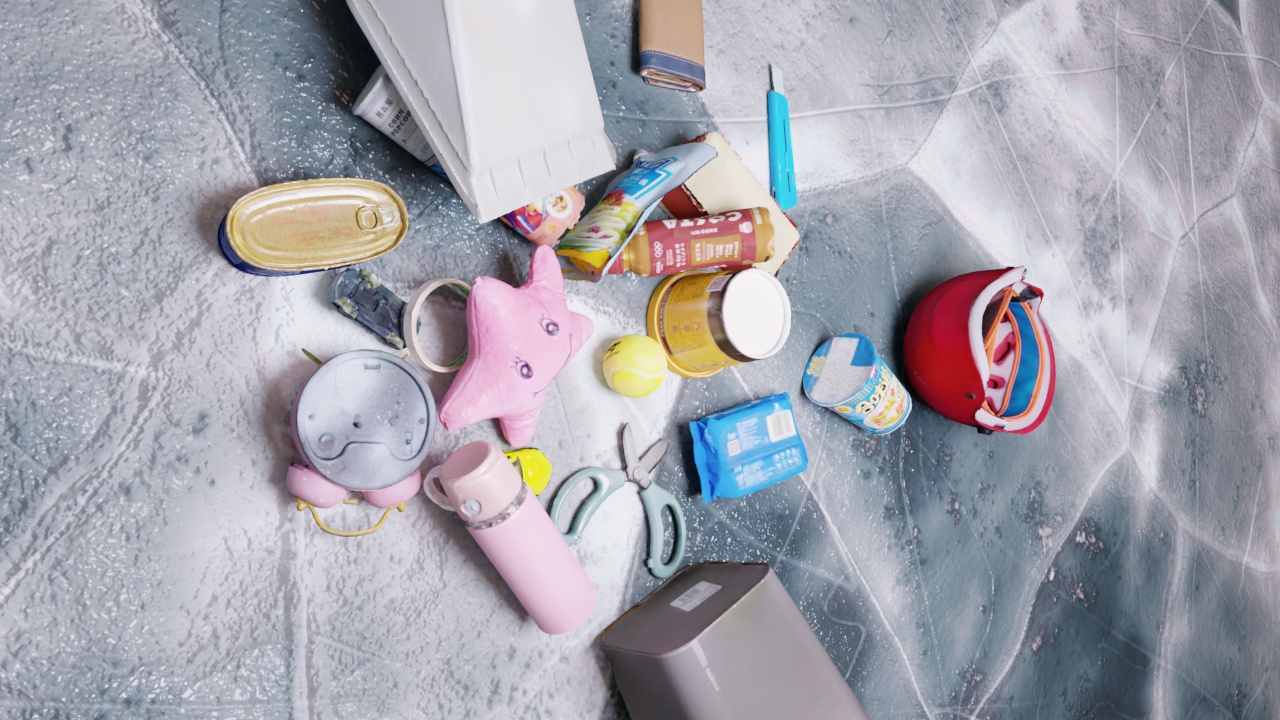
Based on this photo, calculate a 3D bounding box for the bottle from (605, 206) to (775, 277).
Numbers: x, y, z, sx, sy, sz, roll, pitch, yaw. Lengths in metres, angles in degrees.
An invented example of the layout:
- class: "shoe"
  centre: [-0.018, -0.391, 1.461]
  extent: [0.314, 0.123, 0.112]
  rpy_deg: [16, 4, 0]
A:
- class: "bottle"
  centre: [0.047, -0.119, 0.940]
  extent: [0.175, 0.057, 0.057]
  rpy_deg: [-8, 91, -2]

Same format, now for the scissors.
- class: "scissors"
  centre: [-0.009, 0.161, 0.948]
  extent: [0.169, 0.019, 0.179]
  rpy_deg: [-41, 108, -30]

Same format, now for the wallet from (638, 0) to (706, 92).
- class: "wallet"
  centre: [0.033, -0.358, 1.003]
  extent: [0.090, 0.033, 0.115]
  rpy_deg: [2, 85, -36]

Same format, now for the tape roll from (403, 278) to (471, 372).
- class: "tape roll"
  centre: [-0.177, -0.032, 0.833]
  extent: [0.085, 0.014, 0.086]
  rpy_deg: [-12, 105, -51]

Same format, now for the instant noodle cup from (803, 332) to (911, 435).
- class: "instant noodle cup"
  centre: [0.267, 0.036, 1.100]
  extent: [0.110, 0.099, 0.099]
  rpy_deg: [37, 68, -35]

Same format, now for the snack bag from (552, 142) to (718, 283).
- class: "snack bag"
  centre: [-0.013, -0.154, 0.911]
  extent: [0.190, 0.110, 0.039]
  rpy_deg: [-52, 120, -24]

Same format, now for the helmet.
- class: "helmet"
  centre: [0.429, -0.009, 1.180]
  extent: [0.240, 0.144, 0.206]
  rpy_deg: [36, 68, -42]

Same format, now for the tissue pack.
- class: "tissue pack"
  centre: [0.118, 0.095, 1.016]
  extent: [0.156, 0.052, 0.095]
  rpy_deg: [-15, 93, -34]

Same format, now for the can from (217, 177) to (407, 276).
- class: "can"
  centre: [-0.273, -0.111, 0.770]
  extent: [0.147, 0.049, 0.074]
  rpy_deg: [-15, 95, -34]

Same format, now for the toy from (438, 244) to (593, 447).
- class: "toy"
  centre: [-0.118, -0.011, 0.838]
  extent: [0.194, 0.075, 0.178]
  rpy_deg: [-59, 145, -23]

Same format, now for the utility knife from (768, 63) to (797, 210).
- class: "utility knife"
  centre: [0.167, -0.266, 1.094]
  extent: [0.034, 0.018, 0.178]
  rpy_deg: [-2, 86, -33]

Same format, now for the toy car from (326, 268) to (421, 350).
- class: "toy car"
  centre: [-0.232, -0.044, 0.803]
  extent: [0.090, 0.034, 0.042]
  rpy_deg: [39, 62, -41]

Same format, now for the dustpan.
- class: "dustpan"
  centre: [-0.154, -0.277, 0.830]
  extent: [0.222, 0.143, 0.258]
  rpy_deg: [-37, 125, -51]

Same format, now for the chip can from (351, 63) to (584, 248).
- class: "chip can"
  centre: [-0.153, -0.189, 0.843]
  extent: [0.214, 0.071, 0.071]
  rpy_deg: [35, 68, -28]

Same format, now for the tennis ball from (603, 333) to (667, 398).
- class: "tennis ball"
  centre: [-0.006, 0.005, 0.931]
  extent: [0.065, 0.066, 0.065]
  rpy_deg: [3, 85, -34]

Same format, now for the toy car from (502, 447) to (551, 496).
- class: "toy car"
  centre: [-0.128, 0.110, 0.863]
  extent: [0.105, 0.032, 0.048]
  rpy_deg: [-7, 90, -35]

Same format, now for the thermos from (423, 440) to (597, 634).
- class: "thermos"
  centre: [-0.118, 0.162, 0.829]
  extent: [0.199, 0.087, 0.067]
  rpy_deg: [61, 26, -30]

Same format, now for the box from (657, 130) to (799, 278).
- class: "box"
  centre: [0.100, -0.165, 1.006]
  extent: [0.168, 0.077, 0.091]
  rpy_deg: [45, 65, -24]

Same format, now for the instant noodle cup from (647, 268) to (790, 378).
- class: "instant noodle cup"
  centre: [0.086, -0.043, 0.966]
  extent: [0.118, 0.115, 0.118]
  rpy_deg: [3, 84, -33]

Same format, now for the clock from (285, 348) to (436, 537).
- class: "clock"
  centre: [-0.239, 0.069, 0.776]
  extent: [0.117, 0.060, 0.158]
  rpy_deg: [5, 83, -34]

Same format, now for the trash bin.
- class: "trash bin"
  centre: [0.092, 0.332, 0.908]
  extent: [0.198, 0.199, 0.220]
  rpy_deg: [-30, 97, -33]
